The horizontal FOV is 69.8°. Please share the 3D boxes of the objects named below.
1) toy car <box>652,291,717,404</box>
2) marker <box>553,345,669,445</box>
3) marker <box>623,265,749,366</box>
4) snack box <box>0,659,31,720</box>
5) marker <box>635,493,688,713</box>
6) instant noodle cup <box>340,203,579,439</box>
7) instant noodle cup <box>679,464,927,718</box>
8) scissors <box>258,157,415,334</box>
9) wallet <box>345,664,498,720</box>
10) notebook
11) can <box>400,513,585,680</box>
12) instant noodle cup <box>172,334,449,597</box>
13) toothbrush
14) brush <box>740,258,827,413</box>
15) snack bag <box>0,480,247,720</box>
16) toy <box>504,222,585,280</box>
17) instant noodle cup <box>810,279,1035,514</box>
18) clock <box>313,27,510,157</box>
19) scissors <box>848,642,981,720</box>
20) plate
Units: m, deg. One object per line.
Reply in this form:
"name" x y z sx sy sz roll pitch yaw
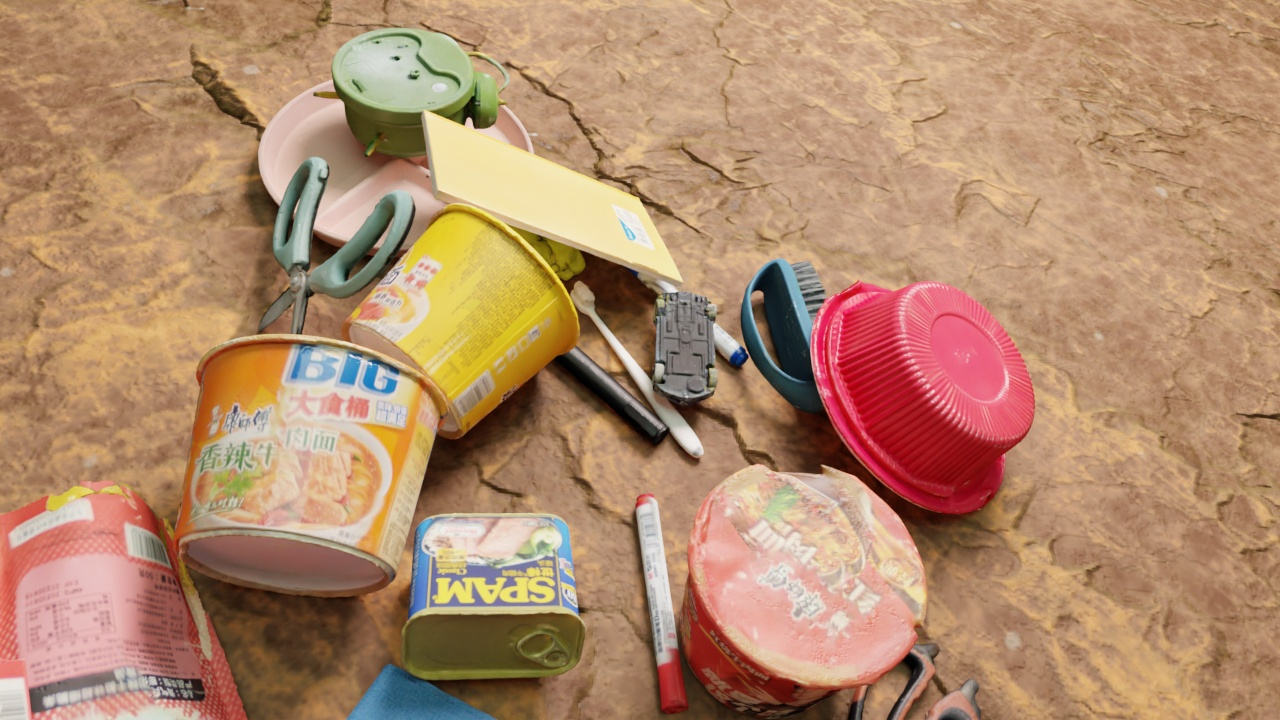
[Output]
"toy car" 0.033 -0.009 0.703 0.049 0.031 0.105 4 52 -2
"marker" -0.032 0.016 0.688 0.132 0.022 0.020 40 98 19
"marker" 0.033 -0.046 0.752 0.016 0.017 0.146 -33 65 -31
"snack box" -0.316 0.208 0.409 0.027 0.156 0.077 15 37 -52
"marker" 0.012 0.153 0.594 0.017 0.017 0.145 0 52 -11
"instant noodle cup" -0.128 -0.020 0.633 0.138 0.138 0.109 34 63 15
"instant noodle cup" 0.086 0.147 0.553 0.138 0.109 0.137 6 51 -7
"scissors" -0.224 -0.095 0.663 0.019 0.175 0.169 26 42 -47
"wallet" -0.129 0.239 0.483 0.106 0.040 0.132 25 44 10
"notebook" -0.071 -0.129 0.727 0.206 0.010 0.145 17 30 -29
"can" -0.088 0.138 0.548 0.102 0.057 0.083 2 34 -11
"instant noodle cup" -0.196 0.069 0.541 0.151 0.152 0.111 7 60 -6
"toothbrush" -0.004 0.004 0.706 0.016 0.016 0.180 -21 60 -29
"brush" 0.117 -0.022 0.725 0.073 0.055 0.143 -1 53 -14
"snack bag" -0.277 0.164 0.485 0.128 0.073 0.207 15 34 -54
"toy" -0.092 -0.093 0.748 0.100 0.031 0.096 9 73 -24
"instant noodle cup" 0.219 0.012 0.675 0.193 0.066 0.193 16 53 -24
"clock" -0.188 -0.235 0.793 0.160 0.056 0.116 -28 63 -28
"scissors" 0.149 0.268 0.532 0.182 0.015 0.209 1 53 -12
"plate" -0.208 -0.172 0.796 0.229 0.028 0.229 5 53 -7
